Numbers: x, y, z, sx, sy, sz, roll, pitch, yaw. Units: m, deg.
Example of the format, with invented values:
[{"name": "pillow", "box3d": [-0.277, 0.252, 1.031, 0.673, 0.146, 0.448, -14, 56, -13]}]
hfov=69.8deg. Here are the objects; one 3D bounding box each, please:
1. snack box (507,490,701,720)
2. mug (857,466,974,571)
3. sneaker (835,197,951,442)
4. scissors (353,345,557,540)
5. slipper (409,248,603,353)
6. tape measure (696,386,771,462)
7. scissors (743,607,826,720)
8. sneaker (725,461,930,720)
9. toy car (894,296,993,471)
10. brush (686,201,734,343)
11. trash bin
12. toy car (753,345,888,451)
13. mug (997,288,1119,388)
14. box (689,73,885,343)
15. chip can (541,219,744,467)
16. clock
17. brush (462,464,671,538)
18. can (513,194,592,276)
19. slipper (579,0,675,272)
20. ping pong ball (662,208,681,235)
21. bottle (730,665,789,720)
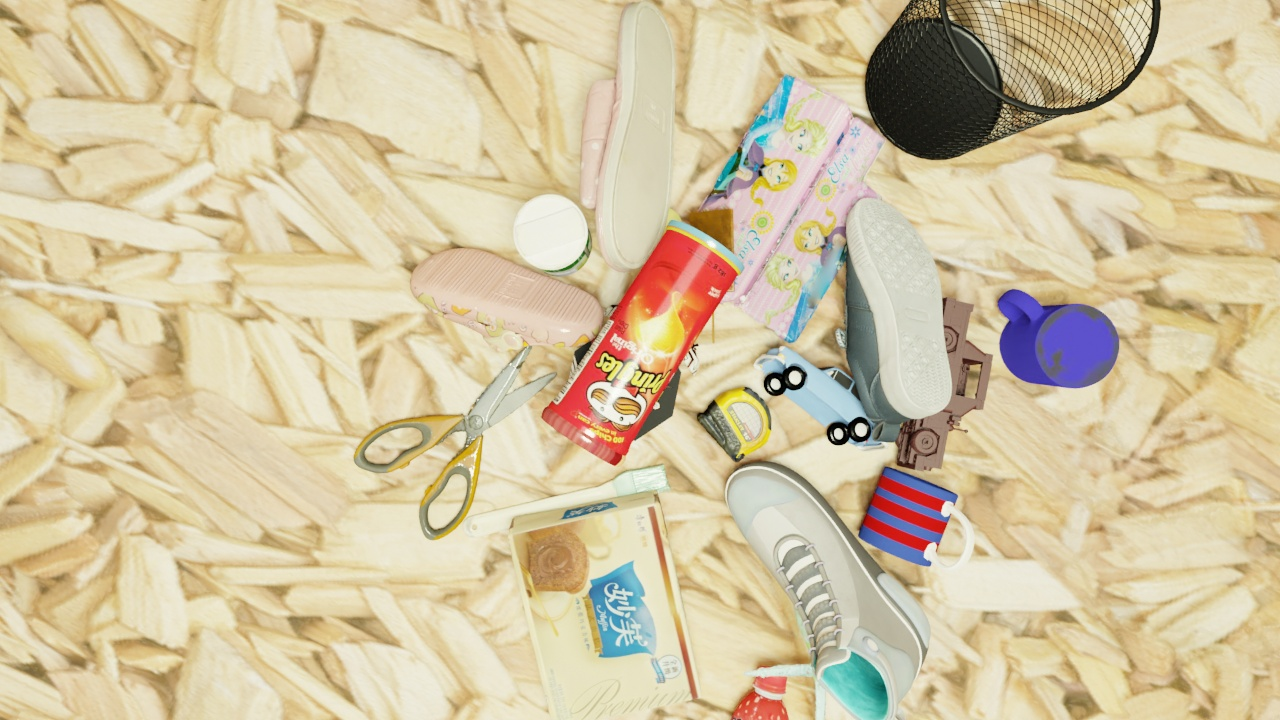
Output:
[{"name": "snack box", "box3d": [-0.035, 0.247, 0.915, 0.153, 0.055, 0.207, -12, 96, 1]}, {"name": "mug", "box3d": [0.276, 0.158, 0.896, 0.075, 0.112, 0.076, 20, 92, -40]}, {"name": "sneaker", "box3d": [0.233, -0.041, 0.889, 0.089, 0.088, 0.235, 6, 67, -25]}, {"name": "scissors", "box3d": [-0.190, 0.068, 0.933, 0.175, 0.016, 0.225, 31, 91, -2]}, {"name": "slipper", "box3d": [-0.132, -0.043, 0.894, 0.197, 0.093, 0.082, 18, 129, 13]}, {"name": "tape measure", "box3d": [0.100, 0.061, 0.924, 0.064, 0.037, 0.065, -41, 94, 1]}, {"name": "scissors", "box3d": [0.181, 0.313, 0.927, 0.171, 0.021, 0.172, 8, 79, -21]}, {"name": "sneaker", "box3d": [0.158, 0.213, 0.851, 0.256, 0.160, 0.093, 49, 114, 8]}, {"name": "toy car", "box3d": [0.301, 0.028, 0.909, 0.062, 0.070, 0.169, 11, 88, -1]}, {"name": "brush", "box3d": [0.068, -0.085, 0.881, 0.048, 0.017, 0.126, -3, 82, 17]}, {"name": "trash bin", "box3d": [0.307, -0.276, 0.818, 0.184, 0.210, 0.184, 0, 87, -7]}, {"name": "toy car", "box3d": [0.184, 0.035, 0.912, 0.153, 0.056, 0.054, 38, 73, -7]}, {"name": "mug", "box3d": [0.398, -0.026, 0.900, 0.079, 0.083, 0.111, -44, 92, 1]}, {"name": "box", "box3d": [0.148, -0.148, 0.907, 0.161, 0.062, 0.230, 31, 92, -2]}, {"name": "chip can", "box3d": [0.003, -0.015, 0.829, 0.087, 0.087, 0.213, 33, 88, -2]}, {"name": "clock", "box3d": [-0.005, 0.005, 0.907, 0.114, 0.065, 0.154, 34, 92, -2]}, {"name": "brush", "box3d": [-0.077, 0.147, 0.940, 0.218, 0.012, 0.033, -15, 93, 2]}, {"name": "can", "box3d": [-0.081, -0.117, 0.874, 0.067, 0.121, 0.067, 0, 92, -1]}, {"name": "slipper", "box3d": [-0.014, -0.213, 0.871, 0.055, 0.114, 0.274, -3, 71, 30]}, {"name": "ping pong ball", "box3d": [0.022, -0.133, 0.915, 0.040, 0.040, 0.040, 0, 92, -1]}, {"name": "bottle", "box3d": [0.118, 0.380, 0.925, 0.062, 0.062, 0.137, 14, 86, -1]}]
